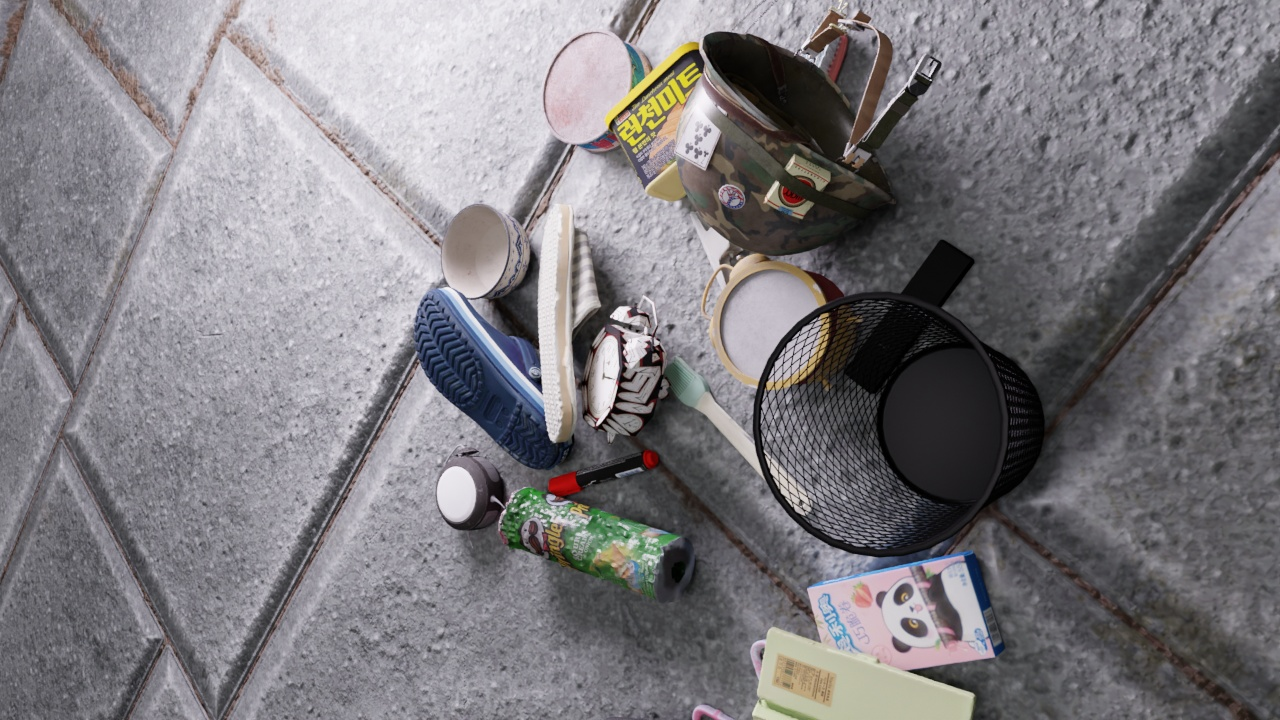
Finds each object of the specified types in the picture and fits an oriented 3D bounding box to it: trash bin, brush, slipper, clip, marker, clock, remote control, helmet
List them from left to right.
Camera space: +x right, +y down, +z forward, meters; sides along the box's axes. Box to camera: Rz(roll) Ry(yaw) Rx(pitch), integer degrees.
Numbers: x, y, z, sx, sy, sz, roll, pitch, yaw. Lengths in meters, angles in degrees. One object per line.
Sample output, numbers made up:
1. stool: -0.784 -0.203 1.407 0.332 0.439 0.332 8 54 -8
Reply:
1. clock: -0.216 0.159 1.129 0.091 0.043 0.123 -52 61 21
2. slipper: -0.166 0.020 1.081 0.253 0.095 0.105 48 133 9
3. slipper: -0.081 -0.042 1.015 0.115 0.054 0.272 142 130 -62
4. marker: -0.042 0.126 1.022 0.145 0.021 0.023 -20 106 33
5. clock: -0.006 0.006 0.960 0.114 0.065 0.155 -112 39 -52
6. clip: 0.089 -0.124 0.949 0.054 0.040 0.101 -40 65 47
7. brush: 0.097 0.076 0.934 0.217 0.012 0.033 47 112 26
8. clock: 0.127 -0.039 0.875 0.159 0.081 0.117 30 107 31
9. brush: 0.155 -0.245 0.901 0.041 0.030 0.172 27 103 34
10. helmet: 0.137 -0.205 0.795 0.237 0.224 0.192 -32 40 25
11. remote control: 0.243 -0.038 0.835 0.034 0.013 0.150 43 110 30
12. trash bin: 0.220 0.049 0.725 0.184 0.209 0.184 -3 85 35

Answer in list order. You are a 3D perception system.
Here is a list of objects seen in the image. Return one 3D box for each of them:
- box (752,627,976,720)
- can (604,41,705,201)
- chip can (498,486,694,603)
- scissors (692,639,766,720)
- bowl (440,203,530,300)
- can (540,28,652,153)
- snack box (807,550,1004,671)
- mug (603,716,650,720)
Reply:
1. box: 0.190 0.324 0.806 0.188 0.048 0.141 12 108 30
2. can: 0.043 -0.244 0.956 0.131 0.072 0.101 -36 70 28
3. chip can: -0.050 0.197 0.991 0.224 0.075 0.075 10 93 35
4. scissors: 0.129 0.351 0.891 0.171 0.014 0.168 15 96 35
5. bowl: -0.181 -0.128 1.113 0.116 0.059 0.115 -3 85 35
6. can: -0.050 -0.304 1.041 0.130 0.044 0.130 -3 85 35
7. snack box: 0.231 0.228 0.815 0.154 0.033 0.088 -23 74 33
8. mug: 0.008 0.424 0.941 0.088 0.078 0.113 -10 107 34
